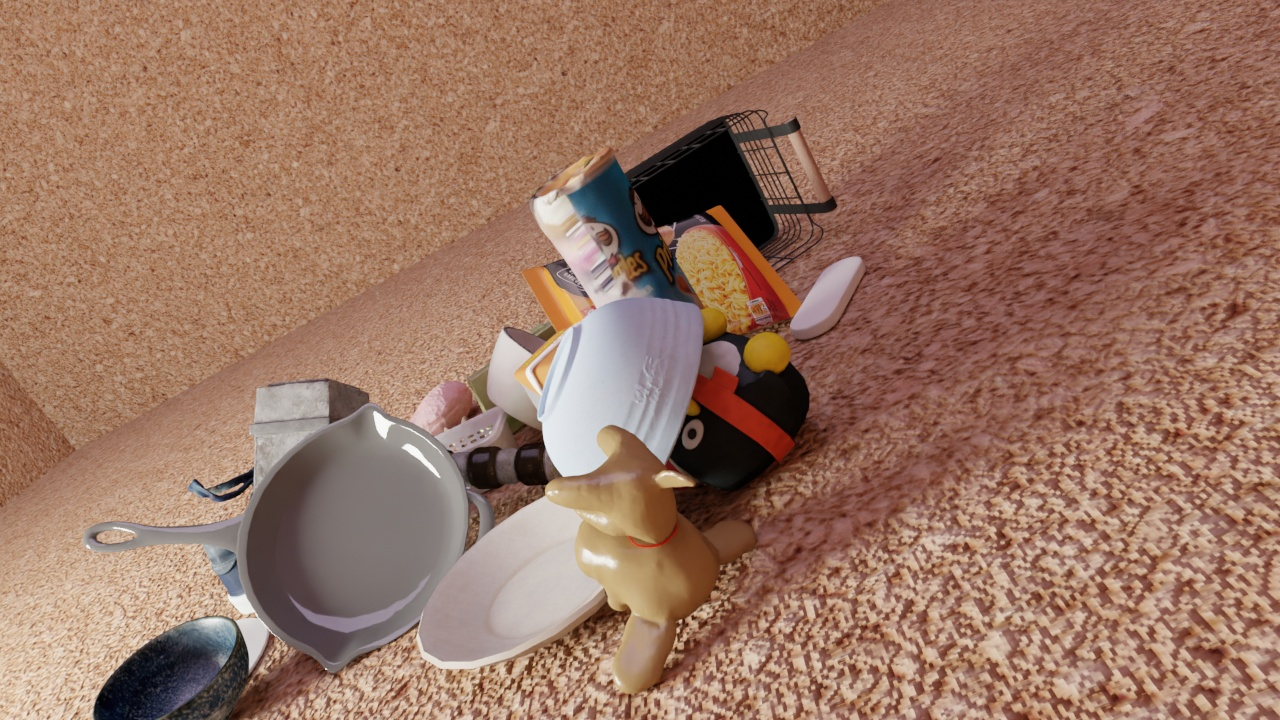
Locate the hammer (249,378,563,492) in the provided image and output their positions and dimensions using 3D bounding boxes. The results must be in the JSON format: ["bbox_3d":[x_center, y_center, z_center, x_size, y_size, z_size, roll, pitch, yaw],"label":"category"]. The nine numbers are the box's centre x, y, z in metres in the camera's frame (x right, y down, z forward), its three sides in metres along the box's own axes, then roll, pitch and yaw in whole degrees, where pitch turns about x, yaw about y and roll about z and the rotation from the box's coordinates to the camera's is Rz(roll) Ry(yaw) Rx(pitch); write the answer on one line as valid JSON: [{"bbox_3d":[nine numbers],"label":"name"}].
[{"bbox_3d":[-0.185,0.099,0.808,0.327,0.176,0.079,-5,-12,12],"label":"hammer"}]

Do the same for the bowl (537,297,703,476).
[{"bbox_3d":[-0.023,0.020,0.613,0.150,0.074,0.150,-160,91,-77],"label":"bowl"}]

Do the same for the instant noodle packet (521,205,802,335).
[{"bbox_3d":[0.021,-0.065,0.859,0.220,0.032,0.159,-21,55,-18],"label":"instant noodle packet"}]

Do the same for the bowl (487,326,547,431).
[{"bbox_3d":[-0.098,0.022,0.894,0.066,0.116,0.116,-60,17,7],"label":"bowl"}]

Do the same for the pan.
[{"bbox_3d":[-0.290,0.143,0.752,0.355,0.024,0.216,-3,65,8],"label":"pan"}]

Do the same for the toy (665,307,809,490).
[{"bbox_3d":[0.058,0.040,0.630,0.097,0.099,0.119,28,82,47],"label":"toy"}]

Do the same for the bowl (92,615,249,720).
[{"bbox_3d":[-0.353,0.260,0.712,0.114,0.061,0.114,-15,26,7],"label":"bowl"}]

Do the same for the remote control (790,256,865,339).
[{"bbox_3d":[0.172,-0.059,0.838,0.043,0.013,0.136,-16,23,37],"label":"remote control"}]

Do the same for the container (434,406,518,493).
[{"bbox_3d":[-0.176,0.101,0.889,0.129,0.049,0.080,-26,19,13],"label":"container"}]

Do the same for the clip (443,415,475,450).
[{"bbox_3d":[-0.192,0.082,1.013,0.041,0.024,0.061,-37,29,-15],"label":"clip"}]

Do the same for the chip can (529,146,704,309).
[{"bbox_3d":[0.001,-0.054,0.741,0.080,0.229,0.079,-29,19,11],"label":"chip can"}]

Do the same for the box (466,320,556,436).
[{"bbox_3d":[-0.098,0.012,0.997,0.187,0.064,0.131,-37,-23,-25],"label":"box"}]

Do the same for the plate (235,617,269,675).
[{"bbox_3d":[-0.422,0.298,0.803,0.209,0.015,0.208,-27,18,10],"label":"plate"}]

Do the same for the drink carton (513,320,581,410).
[{"bbox_3d":[-0.036,0.038,0.720,0.049,0.125,0.076,-13,25,42],"label":"drink carton"}]

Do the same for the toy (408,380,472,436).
[{"bbox_3d":[-0.247,0.070,1.088,0.105,0.053,0.108,-35,16,22],"label":"toy"}]

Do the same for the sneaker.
[{"bbox_3d":[-0.374,0.133,0.995,0.121,0.127,0.293,-21,18,21],"label":"sneaker"}]

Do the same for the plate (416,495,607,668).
[{"bbox_3d":[-0.065,0.148,0.633,0.189,0.027,0.188,-27,18,10],"label":"plate"}]

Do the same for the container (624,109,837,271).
[{"bbox_3d":[0.070,-0.154,1.006,0.241,0.163,0.130,-34,19,-13],"label":"container"}]

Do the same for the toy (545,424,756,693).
[{"bbox_3d":[0.001,0.098,0.520,0.106,0.108,0.133,6,38,40],"label":"toy"}]
